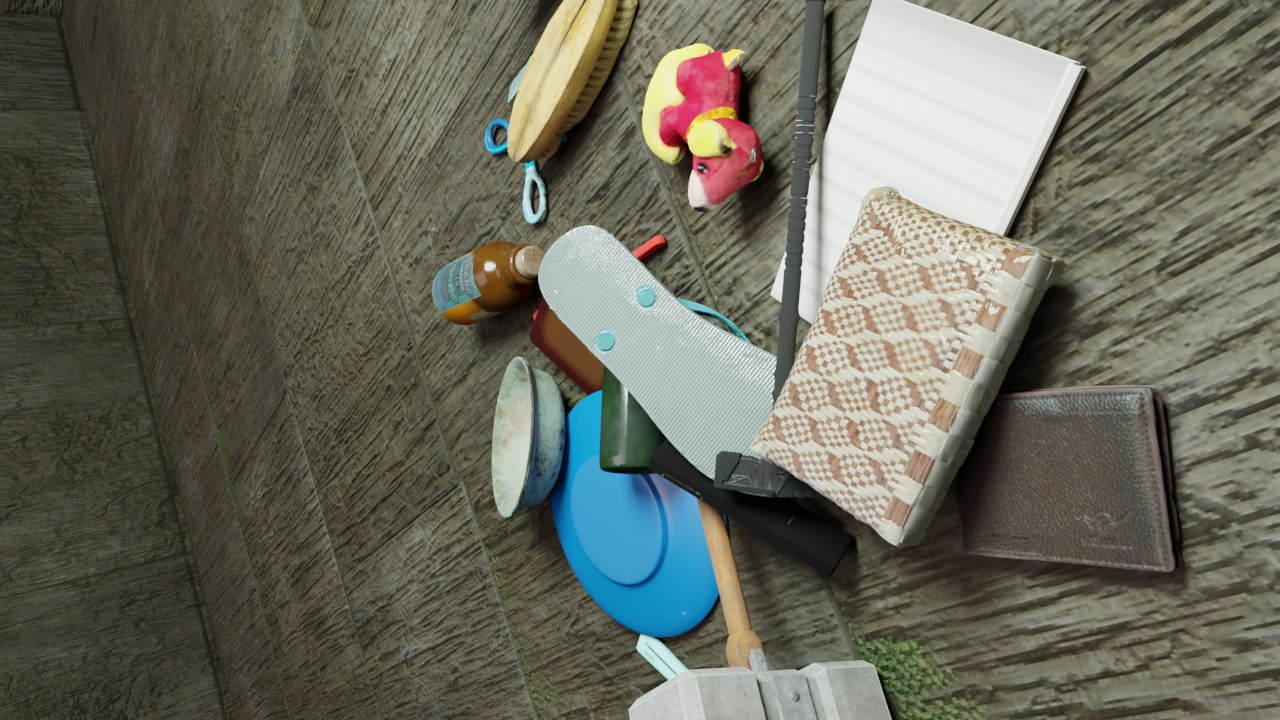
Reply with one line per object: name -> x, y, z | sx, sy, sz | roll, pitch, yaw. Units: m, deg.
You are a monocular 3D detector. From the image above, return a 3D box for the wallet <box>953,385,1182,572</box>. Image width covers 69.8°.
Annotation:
wallet -> 0.227, 0.063, 0.506 | 0.120, 0.031, 0.099 | -4, 97, 50

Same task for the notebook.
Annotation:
notebook -> 0.162, -0.100, 0.567 | 0.142, 0.009, 0.210 | 42, 128, 39

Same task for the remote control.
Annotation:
remote control -> 0.076, 0.100, 0.651 | 0.150, 0.034, 0.013 | 29, 135, 18

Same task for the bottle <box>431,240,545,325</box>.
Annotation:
bottle -> -0.143, -0.081, 0.905 | 0.157, 0.067, 0.068 | -14, 87, 52

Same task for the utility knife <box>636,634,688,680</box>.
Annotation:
utility knife -> 0.052, 0.287, 0.783 | 0.166, 0.015, 0.022 | 34, 90, 41

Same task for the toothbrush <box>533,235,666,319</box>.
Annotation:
toothbrush -> -0.044, -0.071, 0.827 | 0.213, 0.012, 0.018 | -29, 75, 50

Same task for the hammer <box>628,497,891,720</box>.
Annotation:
hammer -> 0.062, 0.154, 0.665 | 0.083, 0.162, 0.317 | -49, 43, 44

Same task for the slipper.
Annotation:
slipper -> 0.033, 0.006, 0.672 | 0.269, 0.054, 0.098 | 39, 95, 13

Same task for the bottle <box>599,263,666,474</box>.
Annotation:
bottle -> -0.004, 0.004, 0.753 | 0.055, 0.055, 0.174 | -14, 71, 52

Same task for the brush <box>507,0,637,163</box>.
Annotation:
brush -> -0.063, -0.245, 0.785 | 0.196, 0.043, 0.059 | -53, 57, 39

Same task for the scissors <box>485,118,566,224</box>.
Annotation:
scissors -> -0.114, -0.202, 0.887 | 0.140, 0.011, 0.134 | 22, 114, 46

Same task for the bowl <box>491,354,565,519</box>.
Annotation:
bowl -> -0.107, 0.074, 0.886 | 0.158, 0.038, 0.157 | -175, 90, -69

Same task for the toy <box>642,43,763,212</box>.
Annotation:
toy -> 0.047, -0.176, 0.661 | 0.106, 0.067, 0.137 | -60, 41, 36

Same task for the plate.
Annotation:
plate -> -0.016, 0.137, 0.810 | 0.225, 0.024, 0.224 | 11, 106, 44

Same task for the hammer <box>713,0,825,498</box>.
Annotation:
hammer -> 0.108, -0.070, 0.601 | 0.095, 0.015, 0.325 | 5, 96, 15

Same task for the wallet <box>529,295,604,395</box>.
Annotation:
wallet -> -0.051, -0.016, 0.833 | 0.115, 0.018, 0.092 | 45, 133, 24

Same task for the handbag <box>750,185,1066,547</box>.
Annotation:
handbag -> 0.150, 0.001, 0.540 | 0.124, 0.047, 0.186 | 35, 109, 43

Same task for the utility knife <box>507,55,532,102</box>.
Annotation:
utility knife -> -0.068, -0.297, 0.806 | 0.222, 0.015, 0.031 | -36, 52, 49
